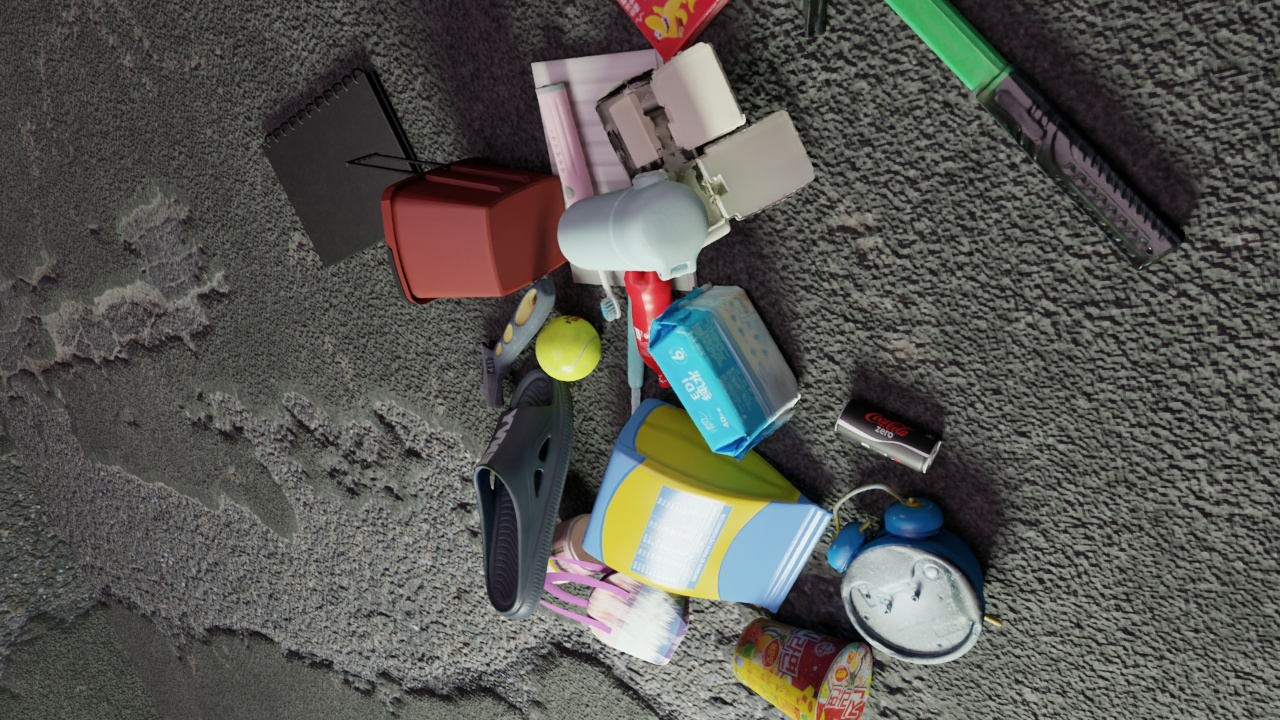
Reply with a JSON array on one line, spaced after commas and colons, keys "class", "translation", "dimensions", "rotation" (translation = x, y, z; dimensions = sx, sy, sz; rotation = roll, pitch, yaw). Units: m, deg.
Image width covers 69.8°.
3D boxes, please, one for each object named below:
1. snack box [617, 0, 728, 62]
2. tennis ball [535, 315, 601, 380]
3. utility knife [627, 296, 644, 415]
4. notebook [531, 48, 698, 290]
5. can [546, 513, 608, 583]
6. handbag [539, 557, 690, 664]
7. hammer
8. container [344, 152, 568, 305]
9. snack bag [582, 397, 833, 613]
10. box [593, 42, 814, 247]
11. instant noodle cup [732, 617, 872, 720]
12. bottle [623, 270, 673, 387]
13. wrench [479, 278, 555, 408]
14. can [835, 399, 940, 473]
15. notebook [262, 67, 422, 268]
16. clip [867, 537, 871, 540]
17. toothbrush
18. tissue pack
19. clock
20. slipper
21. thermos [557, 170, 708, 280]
[{"class": "snack box", "translation": [0.010, -0.313, 0.713], "dimensions": [0.133, 0.021, 0.090], "rotation": [52, 134, 2]}, {"class": "tennis ball", "translation": [-0.072, -0.012, 0.913], "dimensions": [0.065, 0.065, 0.065], "rotation": [18, 124, 29]}, {"class": "utility knife", "translation": [-0.005, 0.005, 0.904], "dimensions": [0.022, 0.015, 0.158], "rotation": [19, 122, 30]}, {"class": "notebook", "translation": [-0.023, -0.166, 0.828], "dimensions": [0.143, 0.009, 0.210], "rotation": [8, 118, 36]}, {"class": "can", "translation": [-0.076, 0.214, 1.041], "dimensions": [0.076, 0.067, 0.067], "rotation": [-29, 95, 44]}, {"class": "handbag", "translation": [-0.035, 0.255, 0.985], "dimensions": [0.170, 0.067, 0.145], "rotation": [19, 129, -4]}, {"class": "hammer", "translation": [0.231, -0.186, 0.606], "dimensions": [0.319, 0.032, 0.131], "rotation": [48, 133, 5]}, {"class": "container", "translation": [-0.185, -0.130, 0.879], "dimensions": [0.201, 0.147, 0.127], "rotation": [9, 118, 30]}, {"class": "snack bag", "translation": [0.063, 0.152, 0.885], "dimensions": [0.205, 0.102, 0.159], "rotation": [25, 128, 9]}, {"class": "box", "translation": [0.053, -0.169, 0.717], "dimensions": [0.187, 0.100, 0.145], "rotation": [-4, 115, 58]}, {"class": "instant noodle cup", "translation": [0.154, 0.304, 0.900], "dimensions": [0.113, 0.100, 0.100], "rotation": [16, 123, 41]}, {"class": "bottle", "translation": [0.014, -0.032, 0.844], "dimensions": [0.042, 0.041, 0.142], "rotation": [16, 135, 31]}, {"class": "wrench", "translation": [-0.133, -0.015, 0.942], "dimensions": [0.274, 0.022, 0.073], "rotation": [-44, 57, 59]}, {"class": "can", "translation": [0.205, 0.062, 0.762], "dimensions": [0.080, 0.031, 0.032], "rotation": [26, 127, 24]}, {"class": "notebook", "translation": [-0.335, -0.212, 1.040], "dimensions": [0.232, 0.019, 0.169], "rotation": [-14, 106, 42]}, {"class": "clip", "translation": [0.211, 0.186, 0.840], "dimensions": [0.036, 0.013, 0.052], "rotation": [13, 119, 31]}, {"class": "toothbrush", "translation": [-0.052, -0.141, 0.840], "dimensions": [0.027, 0.026, 0.223], "rotation": [8, 119, 51]}, {"class": "tissue pack", "translation": [0.071, 0.005, 0.794], "dimensions": [0.062, 0.092, 0.144], "rotation": [-26, 96, 50]}, {"class": "clock", "translation": [0.226, 0.179, 0.784], "dimensions": [0.117, 0.060, 0.161], "rotation": [-32, 91, 36]}, {"class": "slipper", "translation": [-0.141, 0.135, 0.965], "dimensions": [0.111, 0.083, 0.268], "rotation": [-2, 79, 53]}, {"class": "thermos", "translation": [-0.011, -0.105, 0.733], "dimensions": [0.207, 0.065, 0.078], "rotation": [-164, 60, -70]}]
